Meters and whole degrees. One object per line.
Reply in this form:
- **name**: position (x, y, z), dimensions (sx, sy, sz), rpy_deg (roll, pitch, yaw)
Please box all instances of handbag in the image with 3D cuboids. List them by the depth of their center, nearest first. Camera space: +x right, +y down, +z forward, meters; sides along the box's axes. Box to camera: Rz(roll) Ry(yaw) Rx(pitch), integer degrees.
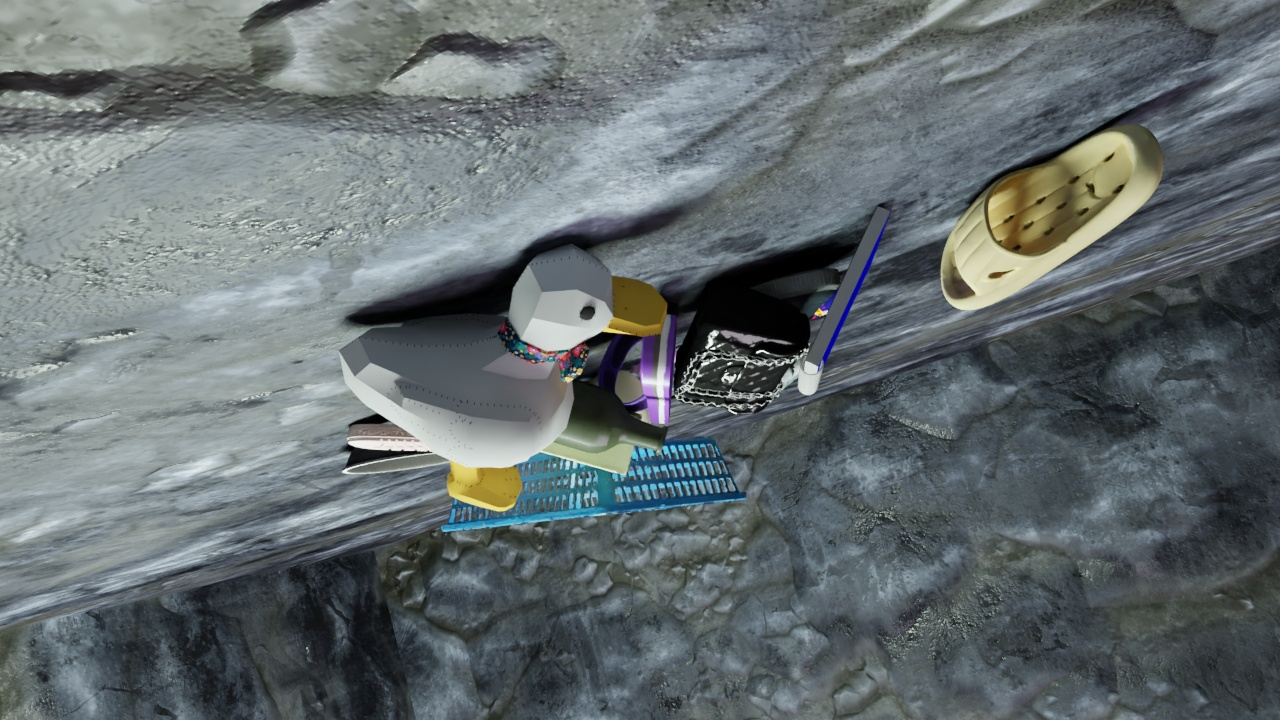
- **handbag**: position (0.108, 0.006, 0.989), dimensions (0.125, 0.114, 0.154), rpy_deg (12, 141, -7)

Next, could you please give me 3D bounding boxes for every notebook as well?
- **notebook**: position (0.208, -0.052, 0.957), dimensions (0.022, 0.171, 0.209), rpy_deg (25, 177, 12)

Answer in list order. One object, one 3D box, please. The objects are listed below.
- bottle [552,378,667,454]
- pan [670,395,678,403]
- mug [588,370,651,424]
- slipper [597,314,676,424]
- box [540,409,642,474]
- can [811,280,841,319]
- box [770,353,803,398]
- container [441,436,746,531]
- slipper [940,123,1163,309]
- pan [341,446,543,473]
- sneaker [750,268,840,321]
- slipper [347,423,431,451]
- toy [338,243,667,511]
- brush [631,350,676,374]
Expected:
- **bottle**: position (-0.074, 0.056, 0.977), dimensions (0.207, 0.071, 0.071), rpy_deg (17, 168, 0)
- **pan**: position (-0.055, 0.080, 1.450), dimensions (0.356, 0.034, 0.225), rpy_deg (-16, 178, -1)
- **mug**: position (-0.023, 0.061, 1.292), dimensions (0.120, 0.096, 0.100), rpy_deg (-17, 153, -5)
- **slipper**: position (-0.006, 0.006, 1.032), dimensions (0.084, 0.107, 0.266), rpy_deg (5, 171, 3)
- **box**: position (-0.095, 0.074, 1.047), dimensions (0.188, 0.083, 0.091), rpy_deg (16, 164, 3)
- **can**: position (0.212, -0.068, 1.124), dimensions (0.095, 0.032, 0.032), rpy_deg (-20, 170, 22)
- **box**: position (0.171, 0.011, 1.357), dimensions (0.083, 0.122, 0.216), rpy_deg (8, 160, -9)
- **container**: position (-0.073, 0.167, 1.235), dimensions (0.256, 0.089, 0.363), rpy_deg (3, 167, -44)
- **slipper**: position (0.367, -0.141, 0.883), dimensions (0.079, 0.111, 0.262), rpy_deg (12, 154, -24)
- **pan**: position (-0.242, 0.121, 1.259), dimensions (0.357, 0.055, 0.187), rpy_deg (-12, 170, 18)
- **sneaker**: position (0.153, -0.038, 1.074), dimensions (0.089, 0.087, 0.236), rpy_deg (-12, 169, -28)
- **slipper**: position (-0.239, 0.079, 1.136), dimensions (0.239, 0.064, 0.094), rpy_deg (1, 167, -2)
- **toy**: position (-0.120, 0.007, 0.761), dimensions (0.246, 0.140, 0.268), rpy_deg (4, 139, -17)
- **brush**: position (0.092, -0.006, 1.244), dimensions (0.229, 0.043, 0.089), rpy_deg (-20, 164, 27)
